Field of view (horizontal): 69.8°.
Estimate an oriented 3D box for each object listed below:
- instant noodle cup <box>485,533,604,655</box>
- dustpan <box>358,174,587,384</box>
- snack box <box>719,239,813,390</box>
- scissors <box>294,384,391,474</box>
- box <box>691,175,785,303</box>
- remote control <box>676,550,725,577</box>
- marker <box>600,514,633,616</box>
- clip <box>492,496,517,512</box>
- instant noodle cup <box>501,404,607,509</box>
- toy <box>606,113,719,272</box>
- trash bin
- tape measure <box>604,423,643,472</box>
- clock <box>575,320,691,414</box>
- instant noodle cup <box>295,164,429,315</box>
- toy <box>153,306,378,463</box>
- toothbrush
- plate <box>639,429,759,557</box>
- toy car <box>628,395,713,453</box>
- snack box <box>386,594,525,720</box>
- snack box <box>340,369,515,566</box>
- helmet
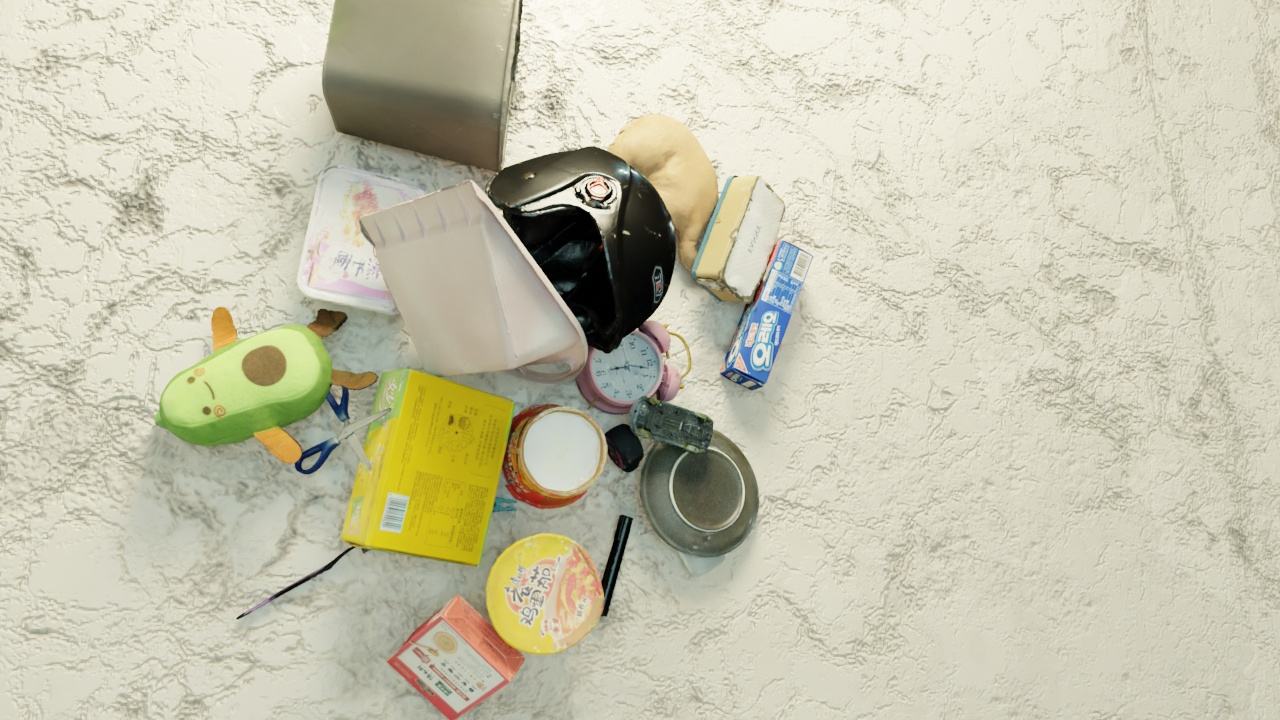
[{"bbox_3d":[-0.125,0.281,1.118,0.138,0.110,0.138,3,80,-15],"label":"instant noodle cup"},{"bbox_3d":[-0.182,-0.080,1.083,0.138,0.223,0.273,-28,109,-46],"label":"dustpan"},{"bbox_3d":[0.177,-0.063,1.284,0.057,0.058,0.207,25,75,-11],"label":"snack box"},{"bbox_3d":[-0.355,0.083,1.086,0.162,0.176,0.012,-43,139,14],"label":"scissors"},{"bbox_3d":[0.140,-0.174,1.276,0.089,0.059,0.184,37,67,-42],"label":"box"},{"bbox_3d":[0.060,0.220,1.225,0.055,0.020,0.136,-29,87,-19],"label":"remote control"},{"bbox_3d":[-0.035,0.266,1.192,0.020,0.022,0.132,9,75,29],"label":"marker"},{"bbox_3d":[-0.185,0.184,1.168,0.055,0.013,0.038,8,80,-13],"label":"clip"},{"bbox_3d":[-0.104,0.116,1.151,0.137,0.109,0.137,3,80,-16],"label":"instant noodle cup"},{"bbox_3d":[0.051,-0.235,1.271,0.143,0.083,0.226,-37,97,-17],"label":"toy"},{"bbox_3d":[-0.265,-0.361,1.148,0.219,0.199,0.198,8,78,-8],"label":"trash bin"},{"bbox_3d":[-0.024,0.114,1.200,0.039,0.057,0.058,-26,70,-19],"label":"tape measure"},{"bbox_3d":[-0.007,0.007,1.221,0.158,0.060,0.117,-12,85,-18],"label":"clock"},{"bbox_3d":[-0.345,-0.146,1.152,0.138,0.060,0.173,11,80,-14],"label":"instant noodle cup"},{"bbox_3d":[-0.442,0.024,1.071,0.246,0.090,0.227,-27,65,-20],"label":"toy"},{"bbox_3d":[-0.392,0.259,1.099,0.188,0.014,0.017,-30,102,-18],"label":"toothbrush"},{"bbox_3d":[0.085,0.172,1.221,0.179,0.024,0.179,8,71,-23],"label":"plate"},{"bbox_3d":[0.039,0.085,1.194,0.120,0.037,0.054,19,81,-23],"label":"toy car"},{"bbox_3d":[-0.220,0.356,1.093,0.113,0.127,0.044,45,31,-5],"label":"snack box"},{"bbox_3d":[-0.250,0.129,1.099,0.157,0.070,0.209,20,74,-39],"label":"snack box"},{"bbox_3d":[-0.066,-0.139,1.130,0.229,0.234,0.275,-30,53,-26],"label":"helmet"}]
